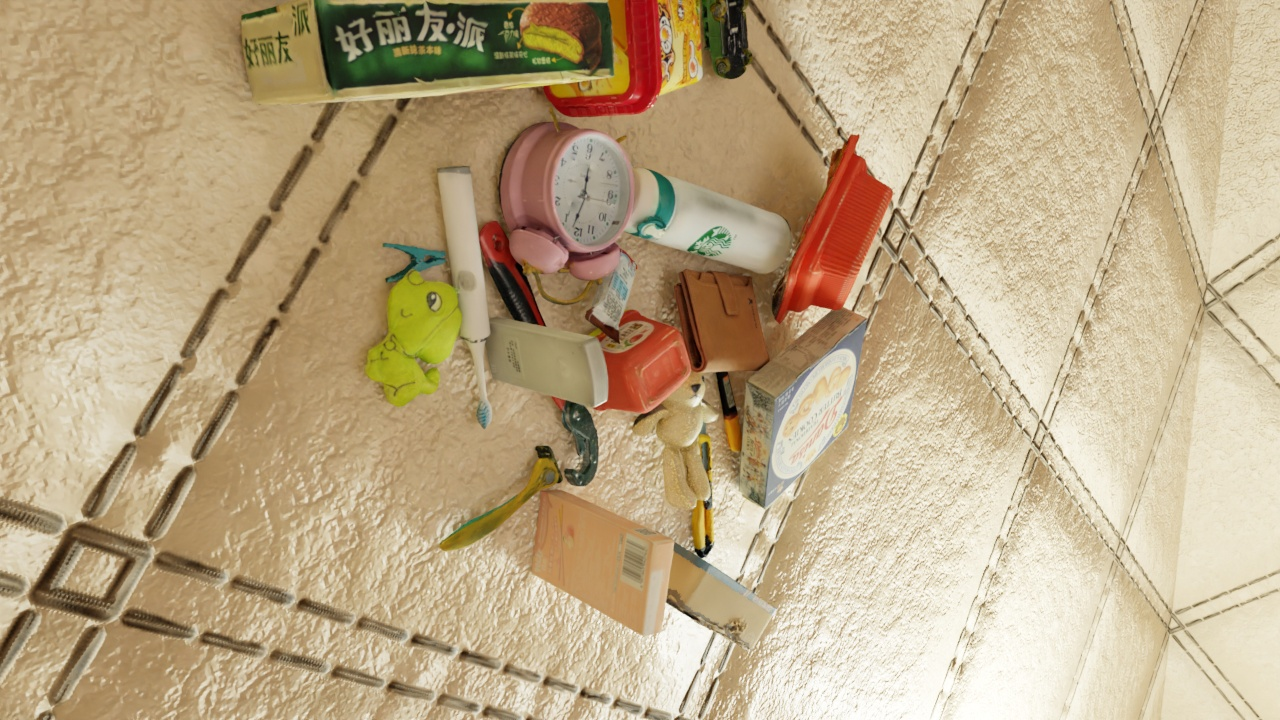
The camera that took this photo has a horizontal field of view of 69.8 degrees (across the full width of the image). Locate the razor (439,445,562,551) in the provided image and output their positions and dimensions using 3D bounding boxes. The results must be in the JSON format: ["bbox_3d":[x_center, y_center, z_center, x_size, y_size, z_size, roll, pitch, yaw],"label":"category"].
[{"bbox_3d":[-0.123,0.130,0.821,0.132,0.028,0.043,-36,127,-32],"label":"razor"}]

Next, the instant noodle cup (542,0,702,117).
[{"bbox_3d":[-0.011,-0.271,0.781,0.123,0.116,0.116,-27,118,-52],"label":"instant noodle cup"}]

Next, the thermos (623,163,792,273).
[{"bbox_3d":[0.060,-0.135,0.907,0.223,0.073,0.073,8,94,-46],"label":"thermos"}]

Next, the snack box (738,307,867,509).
[{"bbox_3d":[0.186,0.053,1.063,0.177,0.046,0.183,-37,141,-33],"label":"snack box"}]

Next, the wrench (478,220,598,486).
[{"bbox_3d":[-0.087,-0.001,0.827,0.056,0.016,0.274,-51,132,-46],"label":"wrench"}]

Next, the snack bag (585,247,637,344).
[{"bbox_3d":[-0.025,-0.066,0.849,0.048,0.026,0.104,39,51,-36],"label":"snack bag"}]

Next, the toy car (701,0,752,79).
[{"bbox_3d":[0.084,-0.325,0.908,0.043,0.036,0.091,-29,118,-39],"label":"toy car"}]

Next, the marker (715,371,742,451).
[{"bbox_3d":[0.097,0.047,1.031,0.018,0.015,0.124,-32,118,-38],"label":"marker"}]

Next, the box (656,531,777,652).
[{"bbox_3d":[0.067,0.251,0.997,0.063,0.090,0.184,-56,134,-11],"label":"box"}]

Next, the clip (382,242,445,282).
[{"bbox_3d":[-0.177,-0.079,0.722,0.054,0.013,0.034,-18,113,-42],"label":"clip"}]

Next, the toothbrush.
[{"bbox_3d":[-0.140,-0.048,0.758,0.026,0.027,0.221,-68,156,-70],"label":"toothbrush"}]

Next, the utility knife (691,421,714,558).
[{"bbox_3d":[0.069,0.134,1.021,0.033,0.015,0.190,-20,114,-44],"label":"utility knife"}]

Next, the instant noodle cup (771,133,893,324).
[{"bbox_3d":[0.215,-0.135,1.014,0.165,0.079,0.188,82,32,-72],"label":"instant noodle cup"}]

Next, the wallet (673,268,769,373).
[{"bbox_3d":[0.086,-0.040,0.958,0.131,0.031,0.107,0,77,-54],"label":"wallet"}]

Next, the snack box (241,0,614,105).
[{"bbox_3d":[-0.141,-0.221,0.650,0.239,0.115,0.063,-21,113,-40],"label":"snack box"}]

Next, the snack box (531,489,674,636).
[{"bbox_3d":[-0.038,0.177,0.823,0.026,0.157,0.084,1,100,-43],"label":"snack box"}]

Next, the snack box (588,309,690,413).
[{"bbox_3d":[-0.005,0.005,0.869,0.091,0.080,0.082,-40,126,-32],"label":"snack box"}]

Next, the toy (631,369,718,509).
[{"bbox_3d":[0.044,0.075,0.946,0.105,0.066,0.157,-9,99,-26],"label":"toy"}]

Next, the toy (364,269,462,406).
[{"bbox_3d":[-0.176,-0.017,0.726,0.100,0.031,0.097,-49,136,-22],"label":"toy"}]

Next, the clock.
[{"bbox_3d":[-0.061,-0.127,0.789,0.117,0.060,0.158,4,96,-49],"label":"clock"}]

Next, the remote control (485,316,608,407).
[{"bbox_3d":[-0.079,0.000,0.752,0.019,0.135,0.056,-26,116,-41],"label":"remote control"}]
